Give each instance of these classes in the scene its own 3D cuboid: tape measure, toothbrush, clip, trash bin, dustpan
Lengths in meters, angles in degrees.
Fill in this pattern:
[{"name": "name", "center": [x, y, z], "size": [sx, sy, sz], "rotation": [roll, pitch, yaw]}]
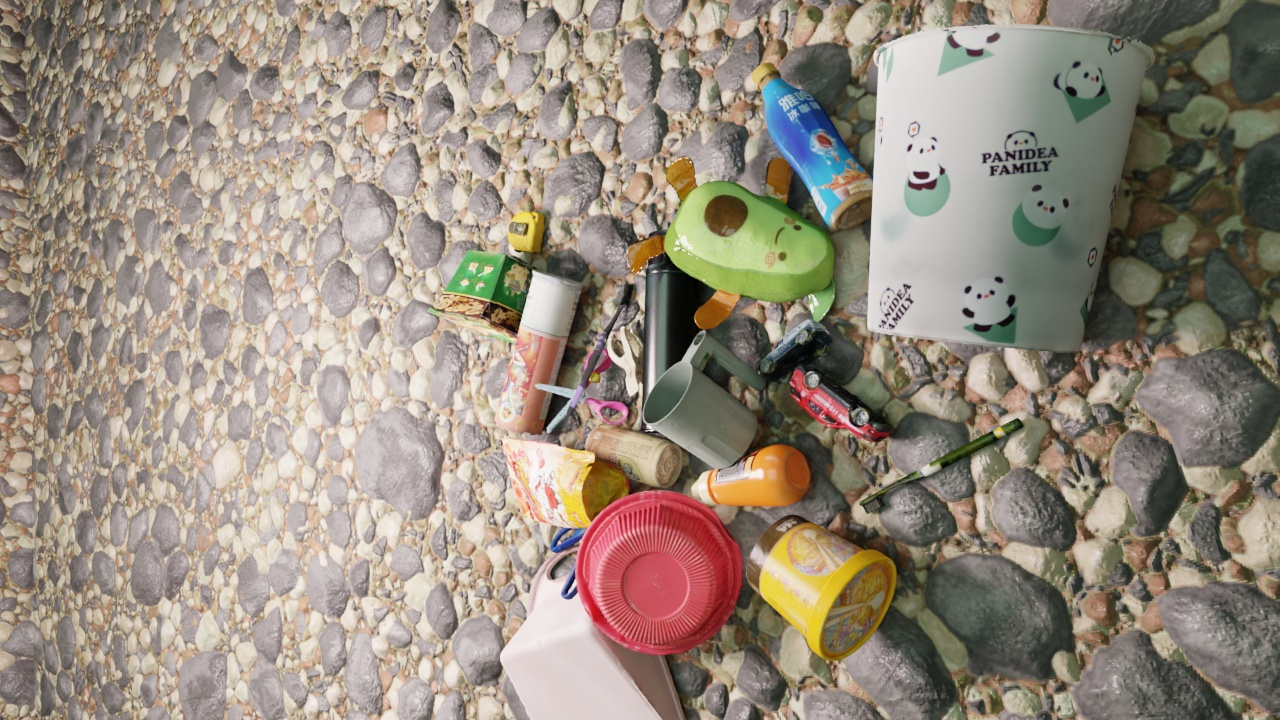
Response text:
[{"name": "tape measure", "center": [-0.164, -0.182, 1.300], "size": [0.057, 0.028, 0.060], "rotation": [11, 92, 39]}, {"name": "toothbrush", "center": [0.300, 0.108, 0.922], "size": [0.186, 0.012, 0.017], "rotation": [-36, 71, 29]}, {"name": "clip", "center": [-0.010, 0.005, 1.153], "size": [0.035, 0.070, 0.100], "rotation": [-39, 59, 28]}, {"name": "trash bin", "center": [0.311, -0.141, 0.817], "size": [0.230, 0.229, 0.252], "rotation": [9, 96, 38]}, {"name": "dustpan", "center": [-0.051, 0.381, 1.167], "size": [0.223, 0.138, 0.273], "rotation": [-26, 98, 32]}, {"name": "toothbrush", "center": [-0.055, -0.015, 1.182], "size": [0.014, 0.016, 0.189], "rotation": [23, 86, 31]}]

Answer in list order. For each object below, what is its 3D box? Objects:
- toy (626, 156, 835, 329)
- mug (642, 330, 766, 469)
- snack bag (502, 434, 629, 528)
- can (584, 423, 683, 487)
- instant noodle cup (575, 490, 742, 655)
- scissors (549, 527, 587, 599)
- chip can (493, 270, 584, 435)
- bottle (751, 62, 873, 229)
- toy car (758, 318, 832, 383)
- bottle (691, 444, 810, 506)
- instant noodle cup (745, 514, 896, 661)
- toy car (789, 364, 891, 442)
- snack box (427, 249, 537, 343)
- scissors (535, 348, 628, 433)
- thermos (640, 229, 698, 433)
[{"name": "toy", "center": [0.109, -0.135, 1.029], "size": [0.247, 0.090, 0.226], "rotation": [22, 79, 21]}, {"name": "mug", "center": [0.078, 0.046, 1.028], "size": [0.123, 0.103, 0.084], "rotation": [-58, 21, -10]}, {"name": "snack bag", "center": [-0.105, 0.159, 1.162], "size": [0.208, 0.073, 0.128], "rotation": [-1, 112, 50]}, {"name": "can", "center": [-0.010, 0.116, 1.130], "size": [0.116, 0.058, 0.058], "rotation": [12, 92, 38]}, {"name": "instant noodle cup", "center": [0.019, 0.245, 1.033], "size": [0.194, 0.066, 0.194], "rotation": [0, 90, 4]}, {"name": "scissors", "center": [-0.064, 0.223, 1.153], "size": [0.176, 0.012, 0.162], "rotation": [-26, 37, 45]}, {"name": "chip can", "center": [-0.137, -0.009, 1.236], "size": [0.071, 0.071, 0.215], "rotation": [21, 99, 37]}, {"name": "bottle", "center": [0.186, -0.244, 1.015], "size": [0.065, 0.065, 0.218], "rotation": [-40, 62, 27]}, {"name": "toy car", "center": [0.169, -0.010, 1.017], "size": [0.091, 0.043, 0.034], "rotation": [-43, 46, 26]}, {"name": "bottle", "center": [0.117, 0.137, 1.033], "size": [0.150, 0.066, 0.066], "rotation": [-18, 74, 43]}, {"name": "instant noodle cup", "center": [0.181, 0.226, 0.941], "size": [0.114, 0.118, 0.118], "rotation": [30, 103, 44]}, {"name": "toy car", "center": [0.210, 0.049, 0.973], "size": [0.120, 0.052, 0.045], "rotation": [39, 110, 37]}, {"name": "snack box", "center": [-0.206, -0.091, 1.281], "size": [0.118, 0.118, 0.105], "rotation": [12, 80, 38]}, {"name": "scissors", "center": [-0.071, 0.048, 1.189], "size": [0.134, 0.017, 0.133], "rotation": [40, 86, 15]}, {"name": "thermos", "center": [0.045, -0.034, 1.098], "size": [0.090, 0.068, 0.242], "rotation": [-2, 84, 34]}]
